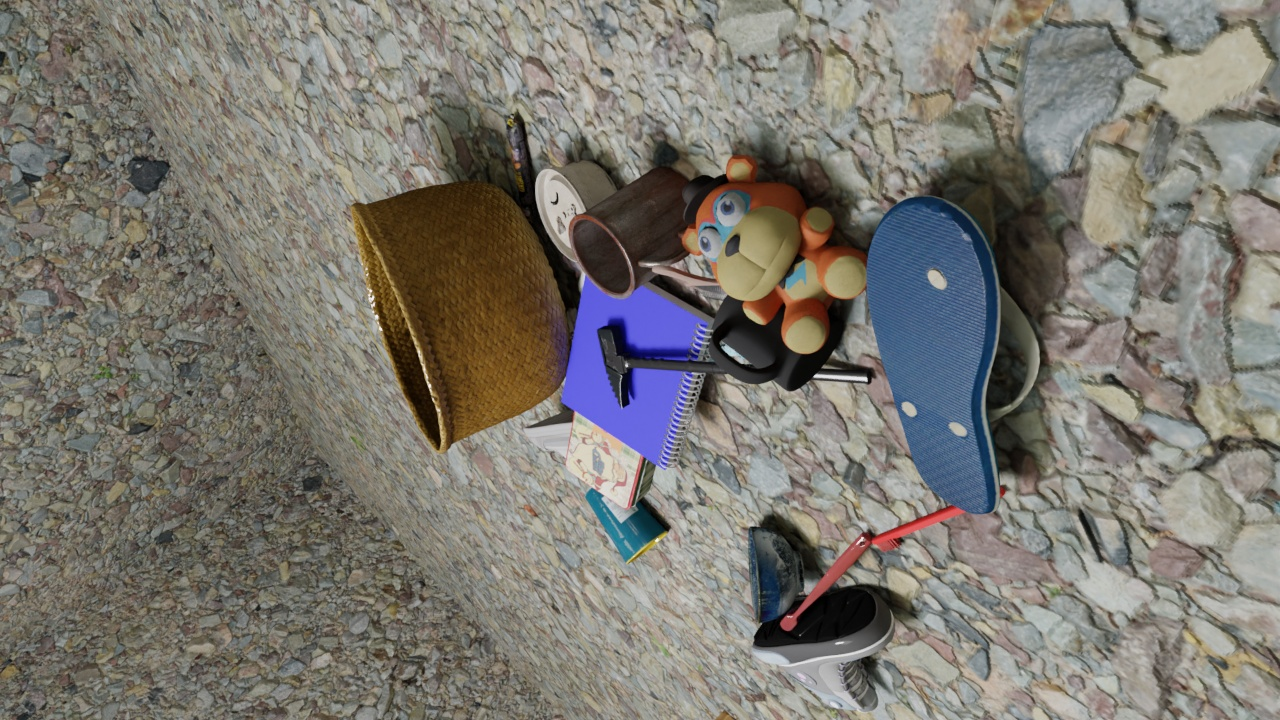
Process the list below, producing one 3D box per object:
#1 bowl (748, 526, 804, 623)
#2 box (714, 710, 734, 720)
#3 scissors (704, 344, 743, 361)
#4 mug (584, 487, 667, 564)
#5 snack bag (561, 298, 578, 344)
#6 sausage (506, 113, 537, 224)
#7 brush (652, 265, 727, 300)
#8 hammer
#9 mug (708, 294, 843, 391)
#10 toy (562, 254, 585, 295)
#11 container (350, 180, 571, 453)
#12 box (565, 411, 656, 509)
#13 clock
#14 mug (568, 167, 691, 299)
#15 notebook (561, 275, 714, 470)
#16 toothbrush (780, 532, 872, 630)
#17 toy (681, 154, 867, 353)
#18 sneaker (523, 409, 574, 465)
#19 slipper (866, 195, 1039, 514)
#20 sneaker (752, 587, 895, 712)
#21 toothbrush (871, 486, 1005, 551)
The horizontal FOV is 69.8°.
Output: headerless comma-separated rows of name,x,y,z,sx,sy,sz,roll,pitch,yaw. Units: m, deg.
bowl,0.164,0.255,1.101,0.114,0.061,0.114,0,-93,-87
box,0.119,0.850,1.669,0.286,0.278,0.337,37,150,30
scissors,0.105,-0.007,0.956,0.076,0.015,0.142,52,159,-1
mug,-0.026,0.235,1.385,0.121,0.078,0.078,52,154,13
snack bag,-0.083,-0.017,1.233,0.057,0.013,0.158,19,138,46
sausage,-0.137,-0.218,1.071,0.020,0.020,0.155,36,149,31
brush,0.056,-0.068,0.839,0.050,0.135,0.015,3,86,39
hammer,0.085,0.014,0.930,0.326,0.015,0.095,3,113,42
mug,0.111,-0.020,0.811,0.088,0.113,0.078,40,142,24
toy,-0.044,-0.087,1.060,0.122,0.037,0.079,43,150,10
container,-0.216,-0.062,1.136,0.307,0.196,0.308,55,157,37
box,-0.029,0.079,1.142,0.118,0.050,0.206,29,127,20
clock,-0.049,-0.145,0.976,0.157,0.061,0.104,59,153,4
mug,0.010,-0.119,0.864,0.123,0.110,0.096,25,148,42
notebook,-0.006,0.006,1.039,0.172,0.022,0.210,31,129,23
toothbrush,0.207,0.249,1.029,0.016,0.016,0.190,37,130,11
toy,0.106,-0.092,0.758,0.176,0.096,0.112,48,126,28
sneaker,-0.087,0.120,1.313,0.237,0.099,0.089,-10,100,59
slipper,0.237,-0.004,0.696,0.118,0.060,0.295,27,145,47
sneaker,0.250,0.358,1.091,0.160,0.092,0.257,45,152,-4
toothbrush,0.279,0.154,0.867,0.018,0.012,0.213,50,153,7
